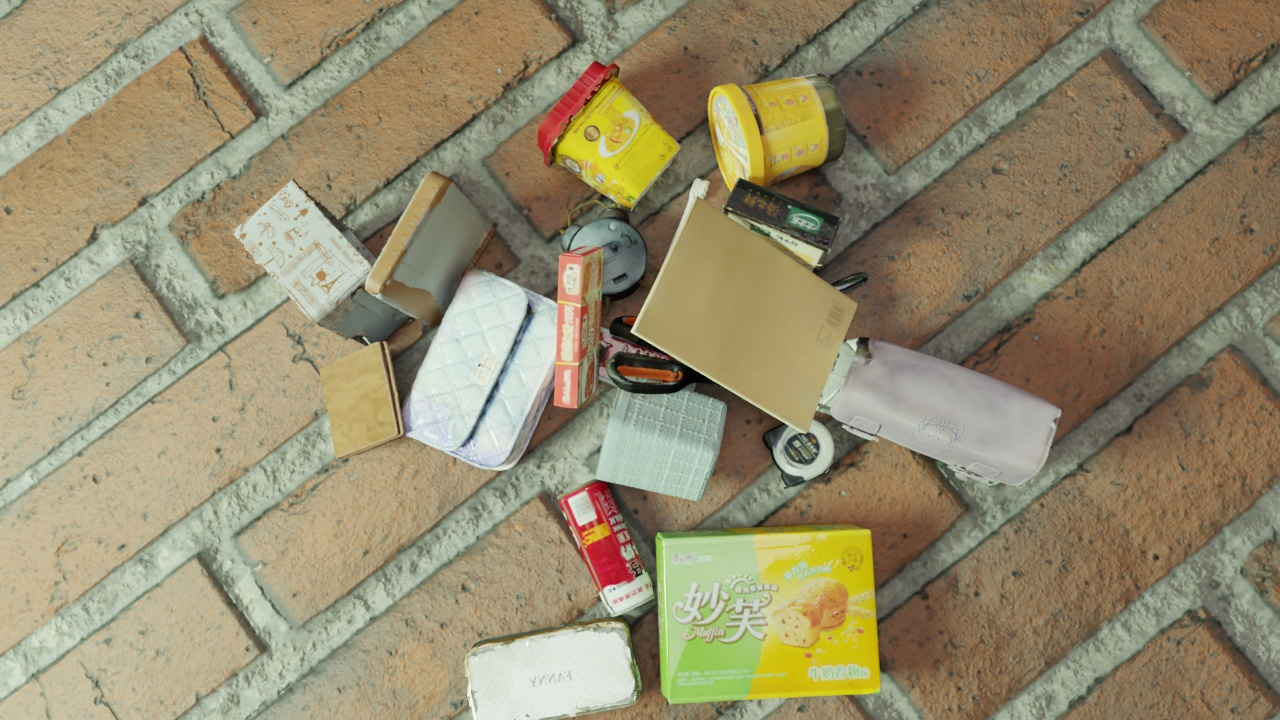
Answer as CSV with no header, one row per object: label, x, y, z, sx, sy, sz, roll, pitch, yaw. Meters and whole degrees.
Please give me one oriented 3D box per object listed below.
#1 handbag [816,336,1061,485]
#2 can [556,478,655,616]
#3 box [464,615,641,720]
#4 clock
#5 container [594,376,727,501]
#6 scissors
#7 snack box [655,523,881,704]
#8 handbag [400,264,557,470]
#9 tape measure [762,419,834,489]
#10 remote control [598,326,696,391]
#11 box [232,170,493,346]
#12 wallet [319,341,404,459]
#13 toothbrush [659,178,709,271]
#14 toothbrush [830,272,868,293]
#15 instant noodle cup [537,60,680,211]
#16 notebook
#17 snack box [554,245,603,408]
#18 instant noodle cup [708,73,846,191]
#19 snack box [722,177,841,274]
handbag,0.283,0.049,0.896,0.197,0.145,0.098,22,80,6
can,-0.035,0.189,0.934,0.053,0.053,0.132,-25,81,-2
box,-0.093,0.314,0.917,0.184,0.060,0.089,-9,81,3
clock,-0.038,-0.116,0.980,0.082,0.055,0.122,-27,80,-1
container,0.022,0.078,0.920,0.111,0.090,0.089,16,44,2
scissors,0.061,0.002,0.944,0.221,0.022,0.210,-6,38,-35
snack box,0.122,0.245,0.900,0.210,0.070,0.157,-2,85,-3
handbag,-0.158,0.009,0.955,0.134,0.075,0.193,22,82,10
tape measure,0.167,0.092,0.950,0.066,0.033,0.065,-23,83,1
remote control,-0.006,0.006,0.977,0.136,0.020,0.056,20,82,6
box,-0.259,-0.121,0.926,0.156,0.183,0.193,44,85,7
wallet,-0.291,0.042,0.955,0.116,0.020,0.101,-21,79,38
toothbrush,0.038,-0.117,0.983,0.016,0.016,0.179,13,72,27
toothbrush,0.162,-0.056,0.982,0.181,0.018,0.015,-23,78,-3
instant noodle cup,-0.032,-0.231,0.974,0.123,0.116,0.116,40,85,-4
notebook,0.109,-0.042,0.891,0.211,0.012,0.149,30,76,-20
snack box,-0.061,-0.035,0.919,0.025,0.075,0.153,6,105,12
instant noodle cup,0.144,-0.242,0.964,0.114,0.118,0.118,-18,81,-8
snack box,0.137,-0.128,0.935,0.113,0.126,0.053,23,72,5
